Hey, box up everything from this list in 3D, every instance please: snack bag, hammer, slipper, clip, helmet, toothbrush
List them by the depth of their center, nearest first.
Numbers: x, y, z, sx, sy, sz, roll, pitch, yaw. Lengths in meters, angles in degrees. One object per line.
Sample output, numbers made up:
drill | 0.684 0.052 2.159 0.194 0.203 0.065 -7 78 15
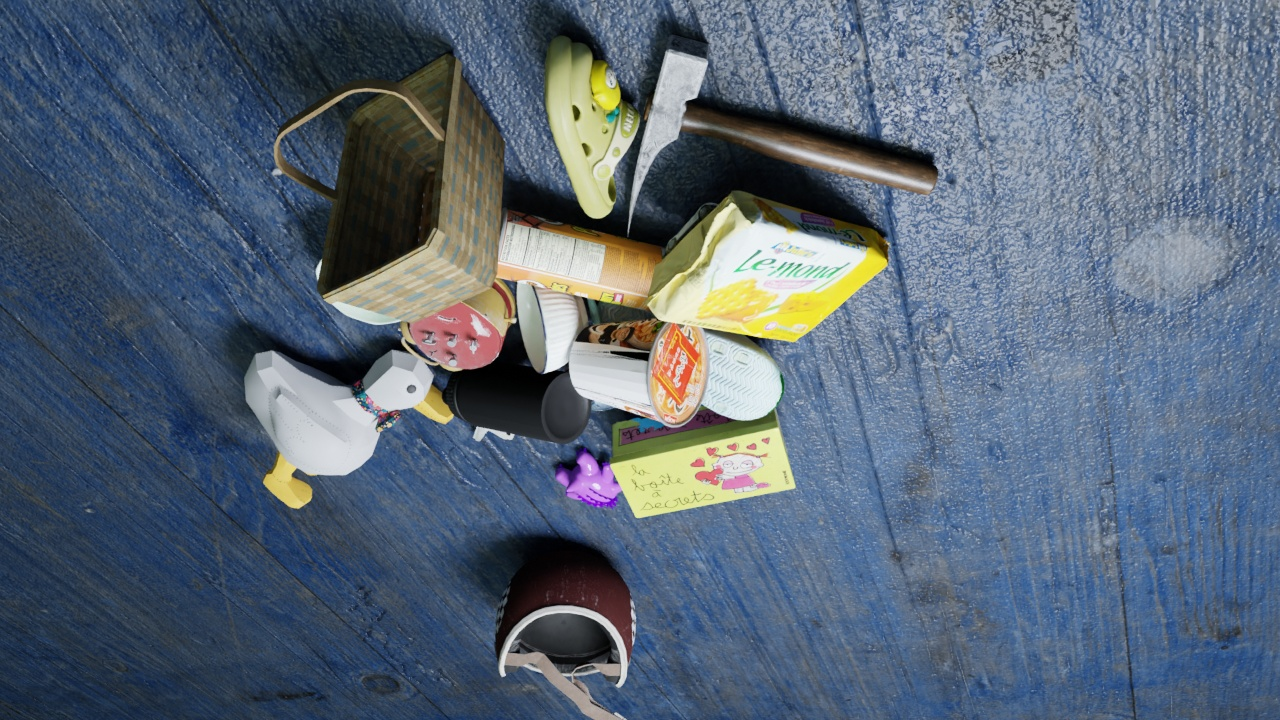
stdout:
slipper | -0.041 -0.224 0.898 0.082 0.091 0.191 -5 136 10
hammer | 0.141 -0.188 0.938 0.300 0.037 0.218 13 134 -5
snack bag | 0.134 -0.096 0.956 0.246 0.068 0.160 7 141 -39
toothbrush | -0.055 -0.059 1.071 0.016 0.016 0.181 -16 115 -2
slipper | 0.062 -0.020 1.092 0.245 0.074 0.104 27 131 5
clip | -0.192 0.079 1.267 0.056 0.046 0.102 22 134 -6
helmet | -0.108 0.422 1.413 0.233 0.253 0.234 7 110 -5

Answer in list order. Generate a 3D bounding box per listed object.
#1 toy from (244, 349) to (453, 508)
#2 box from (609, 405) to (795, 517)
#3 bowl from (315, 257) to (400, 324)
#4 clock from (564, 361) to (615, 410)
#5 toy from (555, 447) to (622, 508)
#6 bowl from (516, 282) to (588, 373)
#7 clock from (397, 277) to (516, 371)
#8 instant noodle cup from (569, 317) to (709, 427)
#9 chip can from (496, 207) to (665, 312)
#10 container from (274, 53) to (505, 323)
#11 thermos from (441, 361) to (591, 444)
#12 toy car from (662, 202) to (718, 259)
toy | -0.399 0.066 1.209 0.246 0.140 0.268 35 112 -21
box | 0.079 0.125 1.198 0.221 0.081 0.124 -13 131 8
bowl | -0.311 -0.104 1.074 0.117 0.061 0.118 5 134 5
clock | -0.042 0.018 1.151 0.118 0.056 0.083 -3 132 12
toy | -0.070 0.178 1.311 0.088 0.055 0.106 31 132 -25
bowl | -0.099 -0.048 1.071 0.062 0.118 0.118 -12 138 -19
clock | -0.228 -0.038 1.110 0.159 0.081 0.117 -31 122 32
instant noodle cup | -0.006 0.006 1.026 0.122 0.123 0.124 6 139 35
chip can | -0.052 -0.104 1.000 0.215 0.075 0.075 12 135 -14
container | -0.234 -0.177 0.863 0.158 0.249 0.186 -20 143 26
thermos | -0.163 0.047 1.142 0.199 0.085 0.086 7 141 39
toy car | 0.059 -0.131 0.959 0.038 0.027 0.090 22 132 -30
